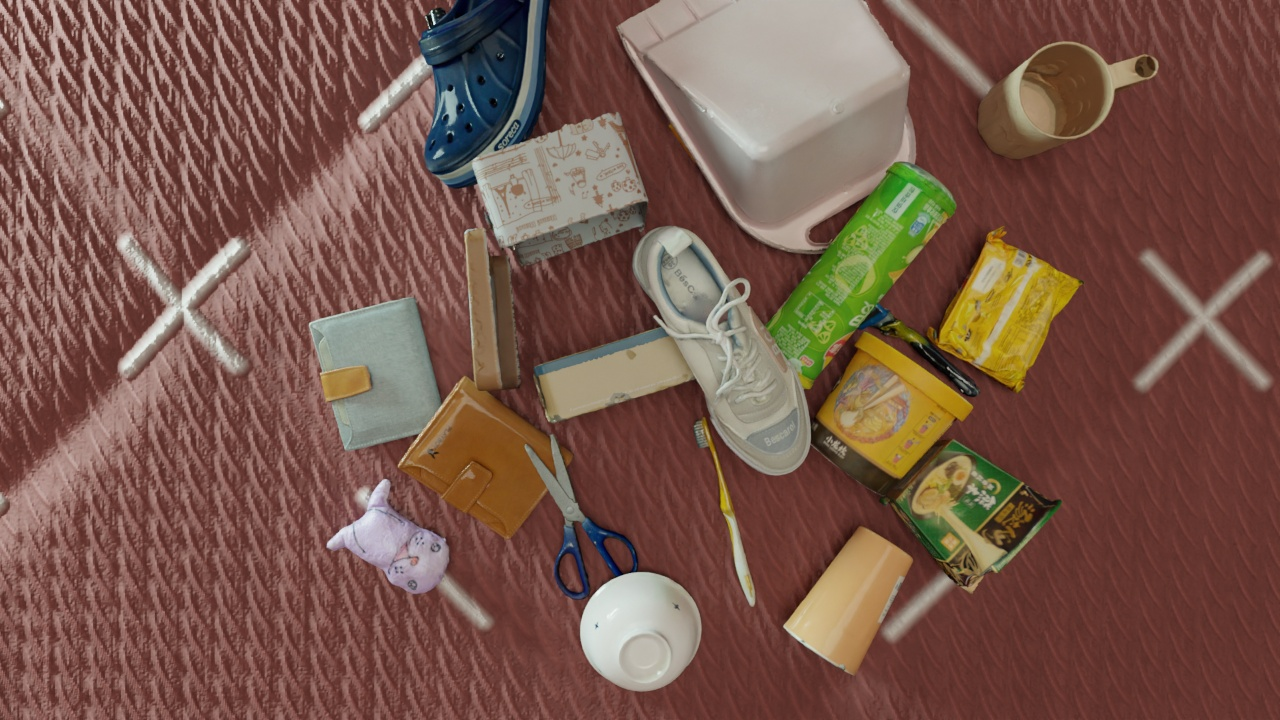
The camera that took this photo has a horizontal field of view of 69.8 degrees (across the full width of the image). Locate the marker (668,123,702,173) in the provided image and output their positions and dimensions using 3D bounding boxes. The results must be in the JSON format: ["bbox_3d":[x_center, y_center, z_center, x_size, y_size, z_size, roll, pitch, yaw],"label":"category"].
[{"bbox_3d":[0.069,-0.179,0.883,0.015,0.018,0.124,-36,93,5],"label":"marker"}]

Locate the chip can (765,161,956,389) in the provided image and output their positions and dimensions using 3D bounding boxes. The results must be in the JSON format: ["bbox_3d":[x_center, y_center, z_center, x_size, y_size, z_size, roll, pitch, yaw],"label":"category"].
[{"bbox_3d":[0.194,-0.078,0.841,0.072,0.072,0.221,37,102,-1],"label":"chip can"}]

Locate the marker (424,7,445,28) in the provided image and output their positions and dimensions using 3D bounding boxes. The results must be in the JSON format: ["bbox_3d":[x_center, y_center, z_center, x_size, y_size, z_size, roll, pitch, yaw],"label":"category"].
[{"bbox_3d":[-0.181,-0.272,0.880,0.023,0.018,0.130,-13,91,9],"label":"marker"}]

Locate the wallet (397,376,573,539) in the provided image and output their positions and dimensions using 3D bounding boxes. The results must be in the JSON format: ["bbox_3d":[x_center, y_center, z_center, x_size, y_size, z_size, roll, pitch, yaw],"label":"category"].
[{"bbox_3d":[-0.146,0.094,0.872,0.132,0.031,0.108,38,91,-14],"label":"wallet"}]

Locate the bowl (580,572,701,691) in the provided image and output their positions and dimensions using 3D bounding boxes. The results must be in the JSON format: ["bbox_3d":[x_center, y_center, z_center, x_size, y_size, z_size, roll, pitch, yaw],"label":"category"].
[{"bbox_3d":[0.002,0.267,0.865,0.118,0.064,0.118,0,98,-3],"label":"bowl"}]

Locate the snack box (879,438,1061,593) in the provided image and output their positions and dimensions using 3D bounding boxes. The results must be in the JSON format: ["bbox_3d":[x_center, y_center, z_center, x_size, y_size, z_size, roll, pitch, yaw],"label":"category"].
[{"bbox_3d":[0.298,0.133,0.852,0.105,0.118,0.117,43,91,9],"label":"snack box"}]

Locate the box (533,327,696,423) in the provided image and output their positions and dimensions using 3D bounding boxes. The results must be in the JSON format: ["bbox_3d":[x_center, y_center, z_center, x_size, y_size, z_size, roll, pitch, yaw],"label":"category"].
[{"bbox_3d":[-0.005,0.005,0.853,0.184,0.090,0.059,-19,91,-3],"label":"box"}]

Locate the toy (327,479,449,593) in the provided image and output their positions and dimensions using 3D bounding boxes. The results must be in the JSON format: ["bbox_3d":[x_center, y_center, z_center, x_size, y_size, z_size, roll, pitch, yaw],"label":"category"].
[{"bbox_3d":[-0.231,0.176,0.880,0.108,0.039,0.083,37,82,0],"label":"toy"}]

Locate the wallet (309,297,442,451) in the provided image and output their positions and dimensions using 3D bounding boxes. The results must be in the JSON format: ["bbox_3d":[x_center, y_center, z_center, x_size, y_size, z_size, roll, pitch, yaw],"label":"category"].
[{"bbox_3d":[-0.252,0.014,0.876,0.106,0.037,0.129,-14,92,-2],"label":"wallet"}]

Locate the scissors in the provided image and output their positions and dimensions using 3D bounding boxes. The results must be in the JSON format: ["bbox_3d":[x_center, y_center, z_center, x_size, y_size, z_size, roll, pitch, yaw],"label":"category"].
[{"bbox_3d":[-0.054,0.149,0.878,0.141,0.012,0.171,8,103,-7],"label":"scissors"}]

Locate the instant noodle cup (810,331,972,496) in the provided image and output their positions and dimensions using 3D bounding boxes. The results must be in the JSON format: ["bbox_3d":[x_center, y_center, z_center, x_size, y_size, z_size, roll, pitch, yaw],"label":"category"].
[{"bbox_3d":[0.222,0.052,0.846,0.118,0.118,0.114,35,99,-1],"label":"instant noodle cup"}]

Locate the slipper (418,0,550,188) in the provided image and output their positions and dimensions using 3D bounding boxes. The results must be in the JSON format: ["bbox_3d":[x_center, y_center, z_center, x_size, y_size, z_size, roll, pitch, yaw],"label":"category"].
[{"bbox_3d":[-0.142,-0.282,0.818,0.095,0.105,0.252,21,76,-45],"label":"slipper"}]

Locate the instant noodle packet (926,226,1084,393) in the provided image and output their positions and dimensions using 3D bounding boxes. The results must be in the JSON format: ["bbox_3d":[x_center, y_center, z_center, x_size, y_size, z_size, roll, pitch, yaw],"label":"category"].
[{"bbox_3d":[0.347,-0.050,0.876,0.111,0.044,0.128,28,95,-8],"label":"instant noodle packet"}]

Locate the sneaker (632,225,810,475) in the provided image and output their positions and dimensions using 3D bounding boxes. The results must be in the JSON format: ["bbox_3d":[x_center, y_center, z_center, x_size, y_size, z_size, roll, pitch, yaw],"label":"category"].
[{"bbox_3d":[0.079,-0.009,0.770,0.089,0.091,0.242,-33,97,-8],"label":"sneaker"}]

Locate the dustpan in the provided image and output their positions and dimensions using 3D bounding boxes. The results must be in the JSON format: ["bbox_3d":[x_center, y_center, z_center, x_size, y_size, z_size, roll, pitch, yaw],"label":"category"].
[{"bbox_3d":[0.135,-0.243,0.878,0.222,0.139,0.273,-28,65,-4],"label":"dustpan"}]

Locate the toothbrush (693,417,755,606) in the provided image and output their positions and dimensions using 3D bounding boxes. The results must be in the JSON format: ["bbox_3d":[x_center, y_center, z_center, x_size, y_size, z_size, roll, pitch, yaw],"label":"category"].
[{"bbox_3d":[0.082,0.148,0.893,0.018,0.016,0.191,-15,91,11],"label":"toothbrush"}]

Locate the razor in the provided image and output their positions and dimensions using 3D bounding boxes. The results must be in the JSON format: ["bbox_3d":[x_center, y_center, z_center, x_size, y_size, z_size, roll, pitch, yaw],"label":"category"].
[{"bbox_3d":[0.272,-0.011,0.885,0.142,0.043,0.022,36,64,-6],"label":"razor"}]

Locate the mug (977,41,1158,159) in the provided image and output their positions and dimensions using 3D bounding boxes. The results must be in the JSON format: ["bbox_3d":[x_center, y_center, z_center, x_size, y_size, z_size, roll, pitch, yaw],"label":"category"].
[{"bbox_3d":[0.386,-0.240,0.841,0.124,0.103,0.084,-17,91,0],"label":"mug"}]

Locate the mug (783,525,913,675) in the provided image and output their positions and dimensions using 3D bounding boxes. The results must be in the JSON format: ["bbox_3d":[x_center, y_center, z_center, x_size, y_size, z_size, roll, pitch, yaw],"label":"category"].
[{"bbox_3d":[0.201,0.223,0.868,0.078,0.078,0.122,34,87,-1],"label":"mug"}]

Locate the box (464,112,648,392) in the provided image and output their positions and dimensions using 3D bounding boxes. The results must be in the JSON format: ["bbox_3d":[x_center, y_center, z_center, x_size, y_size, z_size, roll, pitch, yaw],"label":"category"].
[{"bbox_3d":[-0.064,-0.090,0.805,0.156,0.180,0.226,-4,89,-2],"label":"box"}]
